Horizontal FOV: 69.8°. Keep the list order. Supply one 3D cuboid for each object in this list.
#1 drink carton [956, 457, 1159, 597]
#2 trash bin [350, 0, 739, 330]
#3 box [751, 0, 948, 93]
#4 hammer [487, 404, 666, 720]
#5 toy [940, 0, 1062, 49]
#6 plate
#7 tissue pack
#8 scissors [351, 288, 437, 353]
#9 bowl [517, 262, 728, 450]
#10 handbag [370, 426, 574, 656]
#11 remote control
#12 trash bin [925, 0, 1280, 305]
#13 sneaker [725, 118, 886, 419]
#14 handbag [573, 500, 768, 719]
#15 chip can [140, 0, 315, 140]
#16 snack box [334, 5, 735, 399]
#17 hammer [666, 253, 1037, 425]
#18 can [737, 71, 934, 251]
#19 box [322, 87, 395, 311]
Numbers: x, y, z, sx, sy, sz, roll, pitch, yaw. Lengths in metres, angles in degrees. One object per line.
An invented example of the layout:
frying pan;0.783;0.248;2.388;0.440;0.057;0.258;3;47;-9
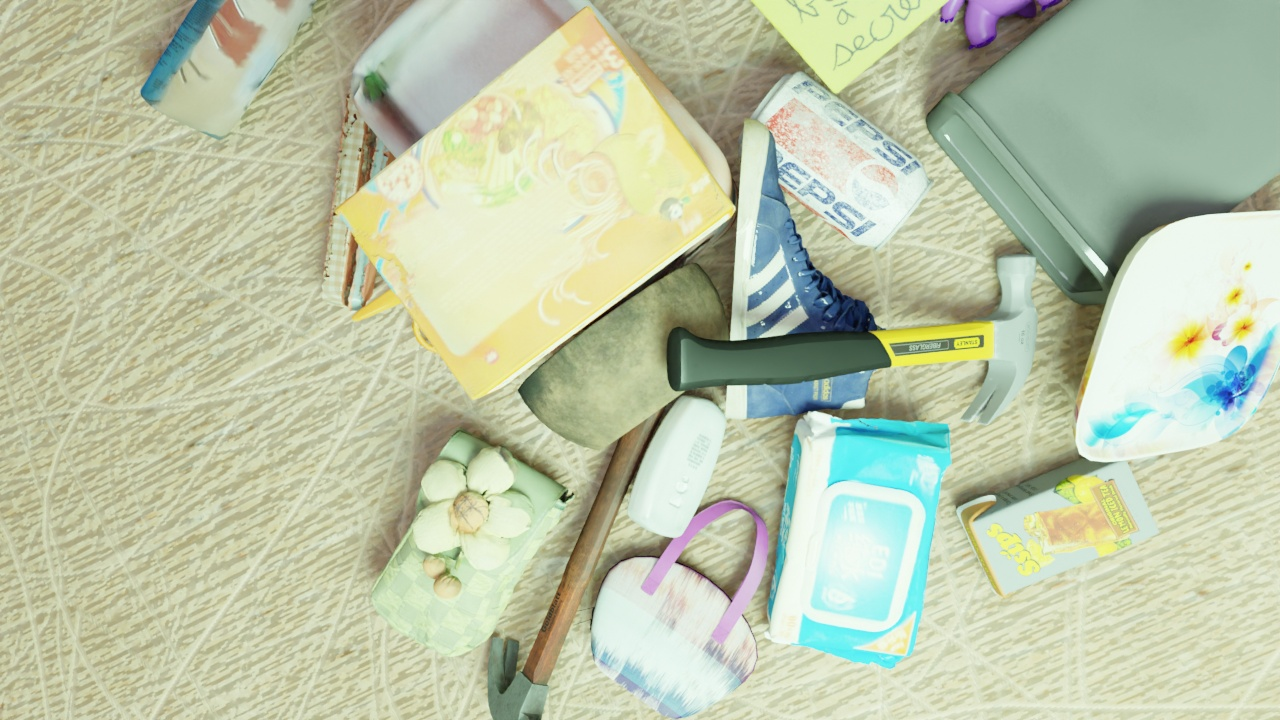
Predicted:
drink carton;0.318;0.125;0.708;0.125;0.048;0.076;-25;90;8
trash bin;-0.066;-0.161;0.686;0.182;0.157;0.259;-41;87;7
box;0.182;-0.307;0.632;0.221;0.082;0.124;-36;113;27
hammer;-0.047;0.162;0.746;0.028;0.111;0.300;24;87;-38
toy;0.270;-0.291;0.685;0.106;0.055;0.088;-25;92;43
plate;0.390;-0.017;0.650;0.186;0.016;0.187;-6;118;-19
tissue pack;0.165;0.143;0.712;0.117;0.066;0.209;8;106;3
scissors;-0.181;-0.064;0.763;0.129;0.011;0.125;-38;108;-9
bowl;-0.004;0.004;0.669;0.162;0.162;0.070;-36;88;8
handbag;-0.142;0.152;0.734;0.113;0.117;0.186;29;95;5
remote control;0.031;0.083;0.732;0.060;0.028;0.114;30;78;-38
trash bin;0.359;-0.181;0.661;0.220;0.097;0.192;-39;88;7
sneaker;0.129;-0.058;0.680;0.118;0.091;0.233;4;114;6
handbag;0.042;0.191;0.745;0.144;0.068;0.170;33;90;9
chip can;-0.314;-0.291;0.751;0.080;0.079;0.230;38;98;4
snack box;-0.062;-0.093;0.570;0.195;0.080;0.145;-36;90;8
hammer;0.161;-0.007;0.644;0.323;0.029;0.127;-5;97;-28
can;0.147;-0.151;0.698;0.136;0.078;0.078;38;97;3
box;-0.236;-0.134;0.765;0.057;0.060;0.187;7;96;-37
